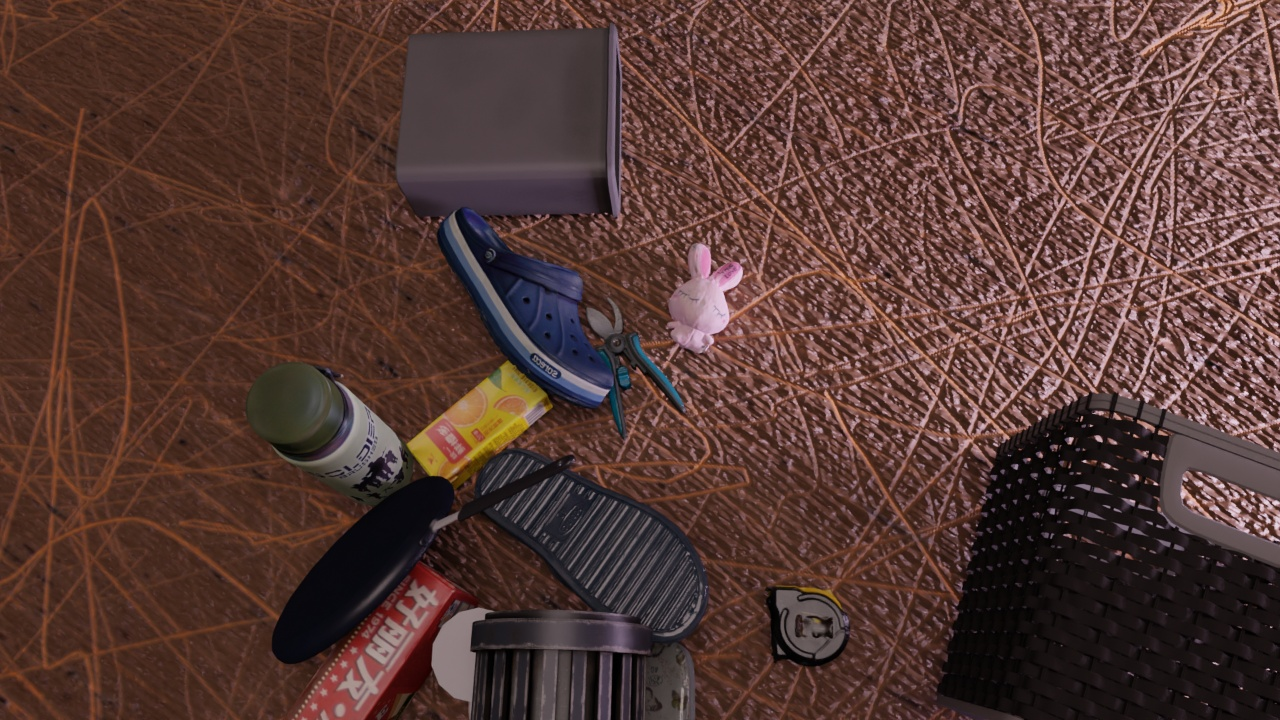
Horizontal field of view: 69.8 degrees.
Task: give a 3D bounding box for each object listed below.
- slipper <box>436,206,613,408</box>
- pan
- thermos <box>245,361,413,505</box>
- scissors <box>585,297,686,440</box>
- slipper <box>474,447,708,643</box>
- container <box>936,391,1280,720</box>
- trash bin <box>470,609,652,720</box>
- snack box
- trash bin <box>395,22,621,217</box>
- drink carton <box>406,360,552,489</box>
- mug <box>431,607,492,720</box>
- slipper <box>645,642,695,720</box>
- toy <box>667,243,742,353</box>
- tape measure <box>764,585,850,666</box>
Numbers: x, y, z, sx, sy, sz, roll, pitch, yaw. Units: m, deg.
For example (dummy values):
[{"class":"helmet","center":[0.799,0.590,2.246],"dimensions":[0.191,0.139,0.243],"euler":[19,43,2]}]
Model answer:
[{"class":"slipper","center":[-0.108,-0.066,0.899],"dimensions":[0.095,0.105,0.252],"euler":[-42,71,8]},{"class":"pan","center":[-0.182,0.140,0.748],"dimensions":[0.021,0.357,0.198],"euler":[50,34,-18]},{"class":"thermos","center":[-0.263,0.065,0.799],"dimensions":[0.082,0.232,0.082],"euler":[-1,70,2]},{"class":"scissors","center":[-0.009,0.011,0.921],"dimensions":[0.124,0.019,0.156],"euler":[12,73,5]},{"class":"slipper","center":[-0.041,0.168,0.843],"dimensions":[0.264,0.082,0.101],"euler":[29,72,31]},{"class":"container","center":[0.399,0.204,0.726],"dimensions":[0.247,0.246,0.243],"euler":[21,76,9]},{"class":"trash bin","center":[-0.062,0.305,0.671],"dimensions":[0.164,0.164,0.227],"euler":[1,70,2]},{"class":"snack box","center":[-0.238,0.285,0.785],"dimensions":[0.060,0.113,0.236],"euler":[31,75,11]},{"class":"trash bin","center":[-0.133,-0.252,0.975],"dimensions":[0.220,0.098,0.191],"euler":[-1,71,3]},{"class":"drink carton","center":[-0.157,0.064,0.897],"dimensions":[0.134,0.043,0.058],"euler":[-41,72,-12]},{"class":"mug","center":[-0.135,0.272,0.798],"dimensions":[0.073,0.090,0.105],"euler":[-1,71,2]},{"class":"slipper","center":[0.006,0.362,0.749],"dimensions":[0.098,0.054,0.268],"euler":[-29,49,31]},{"class":"toy","center":[0.064,-0.064,0.930],"dimensions":[0.063,0.047,0.109],"euler":[19,69,-1]},{"class":"tape measure","center":[0.150,0.239,0.826],"dimensions":[0.072,0.042,0.071],"euler":[-1,68,-1]}]
